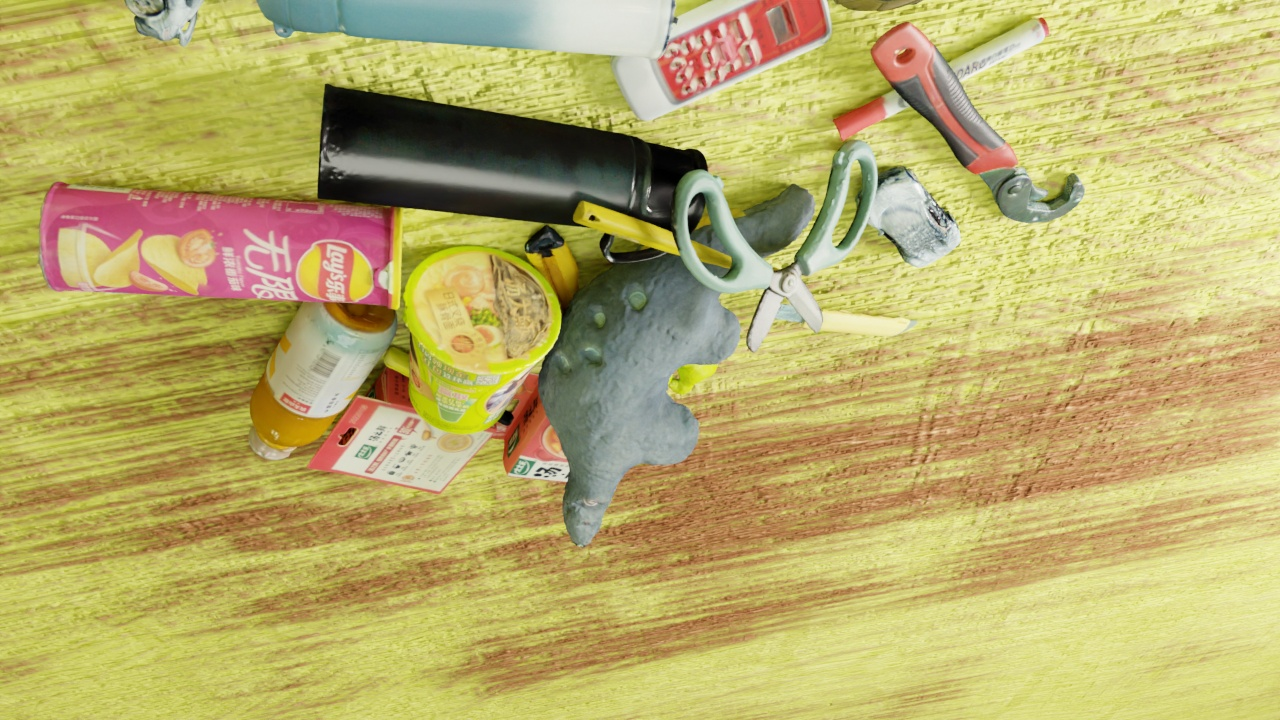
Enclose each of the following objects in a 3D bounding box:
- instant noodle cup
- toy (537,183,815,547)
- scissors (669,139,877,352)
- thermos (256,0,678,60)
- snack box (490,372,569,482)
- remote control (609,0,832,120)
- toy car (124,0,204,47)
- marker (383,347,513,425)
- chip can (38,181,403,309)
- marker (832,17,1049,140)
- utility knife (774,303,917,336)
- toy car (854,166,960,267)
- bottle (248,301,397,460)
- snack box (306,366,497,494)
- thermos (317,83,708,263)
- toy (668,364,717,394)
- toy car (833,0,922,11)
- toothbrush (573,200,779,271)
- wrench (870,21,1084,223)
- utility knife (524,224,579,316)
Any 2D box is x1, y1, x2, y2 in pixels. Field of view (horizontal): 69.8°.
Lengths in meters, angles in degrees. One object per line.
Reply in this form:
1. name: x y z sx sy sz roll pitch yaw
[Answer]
1. instant noodle cup: -0.129 -0.005 0.696 0.111 0.111 0.124 5 145 -19
2. toy: -0.004 0.004 0.714 0.137 0.091 0.357 20 113 -21
3. scissors: 0.093 -0.096 0.626 0.170 0.019 0.171 31 87 -37
4. thermos: -0.092 -0.203 0.492 0.220 0.070 0.070 0 139 -13
5. snack box: -0.069 0.065 0.828 0.127 0.044 0.113 9 142 -24
6. remote control: 0.050 -0.195 0.569 0.136 0.020 0.056 -21 141 11
7. toy car: -0.227 -0.216 0.454 0.036 0.054 0.121 13 134 -23
8. marker: -0.159 0.024 0.769 0.124 0.018 0.015 32 124 -26
9. chip can: -0.265 -0.073 0.602 0.210 0.071 0.072 2 139 -15
10. marker: 0.200 -0.188 0.615 0.145 0.017 0.017 -24 139 16
11. utility knife: 0.167 -0.032 0.755 0.204 0.021 0.031 -2 149 -47
12. toy car: 0.207 -0.107 0.703 0.049 0.031 0.105 -36 134 26
13. bottle: -0.254 0.013 0.710 0.068 0.068 0.190 19 132 -32
14. snack box: -0.207 0.060 0.797 0.127 0.044 0.113 19 133 -33
15. thermos: -0.081 -0.112 0.594 0.242 0.068 0.090 6 120 -19
16. toy: 0.017 -0.002 0.783 0.100 0.031 0.097 -15 131 -4
17. toy car: 0.163 -0.243 0.499 0.070 0.042 0.158 -1 160 -23
18. toothbrush: 0.038 -0.073 0.620 0.190 0.016 0.016 14 112 -35
19. wrench: 0.240 -0.156 0.645 0.273 0.016 0.056 22 133 -41
20. utility knife: -0.051 -0.030 0.748 0.033 0.015 0.216 -13 142 5
